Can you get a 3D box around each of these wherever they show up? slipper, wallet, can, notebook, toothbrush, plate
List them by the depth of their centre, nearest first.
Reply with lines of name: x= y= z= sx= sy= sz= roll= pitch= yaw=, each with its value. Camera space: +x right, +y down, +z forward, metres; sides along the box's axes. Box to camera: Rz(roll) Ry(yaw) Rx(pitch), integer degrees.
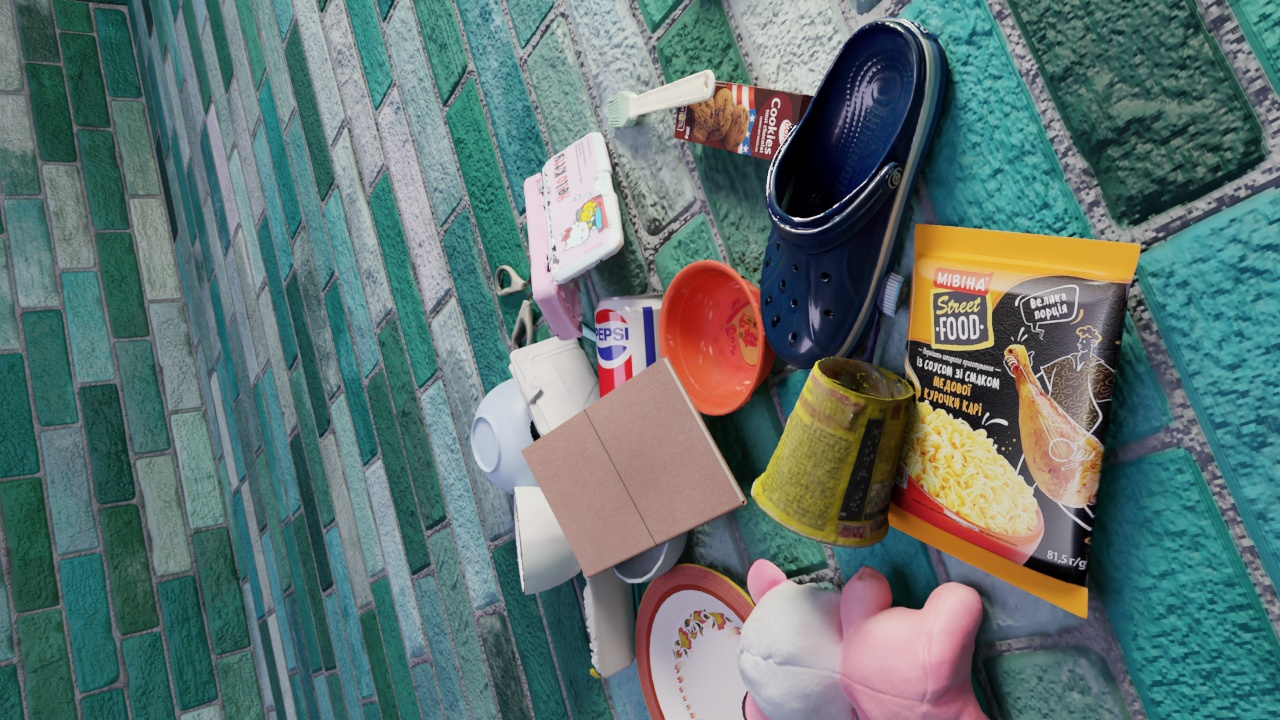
slipper: x=0.129 y=-0.113 z=0.646 sx=0.105 sy=0.095 sz=0.253 roll=37 pitch=121 yaw=41
toothbrush: x=0.166 y=0.023 z=0.675 sx=0.017 sy=0.016 sz=0.189 roll=34 pitch=126 yaw=41
notebook: x=-0.014 y=0.104 z=0.837 sx=0.210 sy=0.008 sz=0.141 roll=-34 pitch=82 yaw=38
plate: x=0.071 y=0.301 z=0.853 sx=0.230 sy=0.021 sz=0.230 roll=13 pitch=106 yaw=52
can: x=-0.005 y=0.005 z=0.863 sx=0.070 sy=0.070 sz=0.132 roll=3 pitch=99 yaw=53
wallet: x=-0.085 y=0.025 z=0.965 sx=0.116 sy=0.086 sz=0.032 roll=57 pitch=162 yaw=27
toothbrush: x=-0.058 y=-0.030 z=0.974 sx=0.181 sy=0.016 sz=0.016 roll=32 pitch=113 yaw=48

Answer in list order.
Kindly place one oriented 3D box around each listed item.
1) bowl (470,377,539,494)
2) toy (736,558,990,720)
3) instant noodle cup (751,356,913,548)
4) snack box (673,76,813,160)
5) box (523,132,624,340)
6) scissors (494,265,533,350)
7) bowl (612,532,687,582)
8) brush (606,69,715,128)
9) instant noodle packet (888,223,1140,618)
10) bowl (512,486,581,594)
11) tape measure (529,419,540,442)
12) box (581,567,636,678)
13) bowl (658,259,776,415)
bowl: x=-0.149 y=0.092 z=1.067 sx=0.151 sy=0.074 sz=0.150 roll=12 pitch=105 yaw=51
toy: x=0.153 y=0.223 z=0.679 sx=0.214 sy=0.084 sz=0.142 roll=-6 pitch=91 yaw=51
instant noodle cup: x=0.139 y=0.060 z=0.642 sx=0.102 sy=0.102 sz=0.108 roll=36 pitch=121 yaw=44
snack box: x=0.086 y=-0.194 z=0.738 sx=0.141 sy=0.031 sz=0.051 roll=29 pitch=118 yaw=47
box: x=-0.057 y=-0.126 z=0.892 sx=0.201 sy=0.103 sz=0.101 roll=-101 pitch=-14 yaw=-46
scissors: x=-0.134 y=-0.073 z=1.062 sx=0.157 sy=0.012 sz=0.169 roll=35 pitch=127 yaw=48
bowl: x=0.011 y=0.161 z=0.884 sx=0.107 sy=0.039 sz=0.106 roll=-21 pitch=63 yaw=50
brush: x=0.014 y=-0.228 z=0.805 sx=0.218 sy=0.012 sz=0.033 roll=-160 pitch=66 yaw=-65
instant noodle packet: x=0.225 y=0.029 z=0.586 sx=0.160 sy=0.032 sz=0.221 roll=22 pitch=113 yaw=57
bowl: x=-0.103 y=0.194 z=1.007 sx=0.116 sy=0.065 sz=0.116 roll=174 pitch=91 yaw=-79
tape measure: x=-0.087 y=0.073 z=0.987 sx=0.062 sy=0.067 sz=0.038 roll=61 pitch=141 yaw=26
box: x=-0.050 y=0.214 z=0.954 sx=0.084 sy=0.079 sz=0.210 roll=-1 pitch=94 yaw=49
bowl: x=0.072 y=-0.020 z=0.776 sx=0.131 sy=0.045 sz=0.130 roll=13 pitch=106 yaw=52
